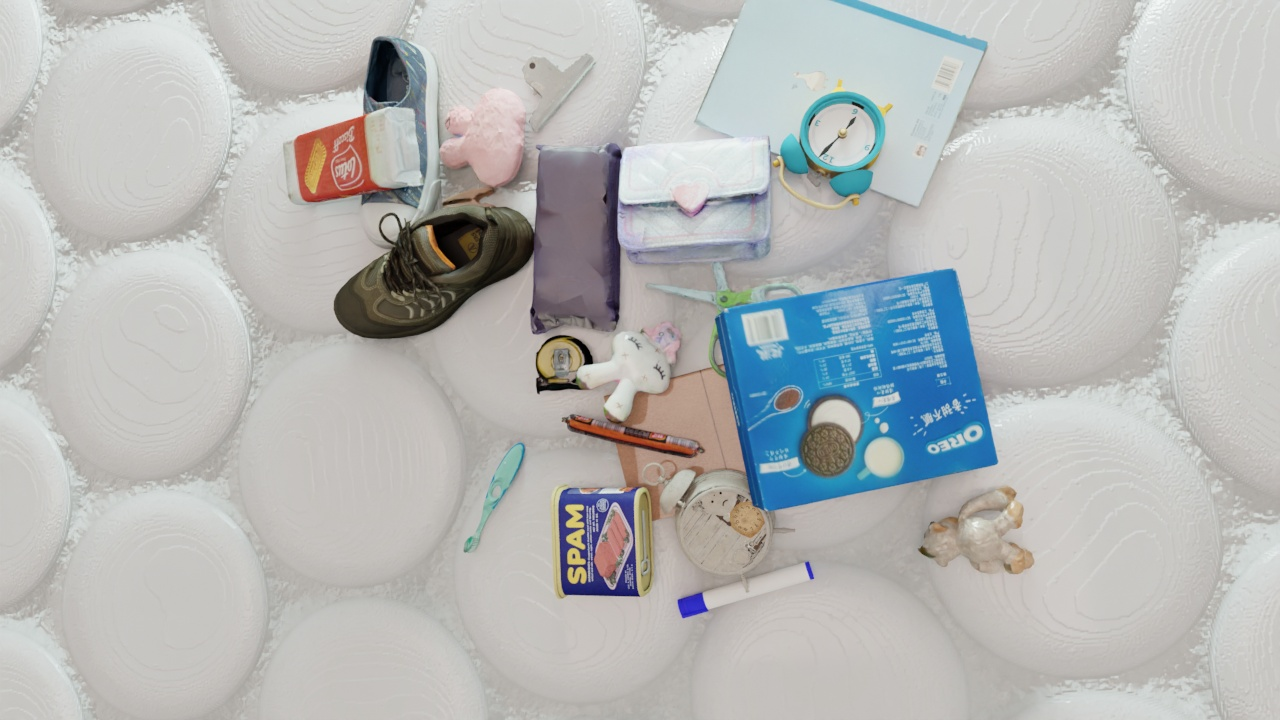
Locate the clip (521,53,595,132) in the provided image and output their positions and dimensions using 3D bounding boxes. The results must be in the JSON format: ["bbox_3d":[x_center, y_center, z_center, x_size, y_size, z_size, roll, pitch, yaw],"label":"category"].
[{"bbox_3d":[-0.102,-0.306,1.002,0.055,0.045,0.102,40,94,-3],"label":"clip"}]

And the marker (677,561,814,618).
[{"bbox_3d":[0.108,0.236,0.944,0.142,0.020,0.020,-19,84,9],"label":"marker"}]

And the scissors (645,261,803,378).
[{"bbox_3d":[0.093,-0.065,0.964,0.172,0.023,0.171,-12,82,12],"label":"scissors"}]

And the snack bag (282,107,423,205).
[{"bbox_3d":[-0.310,-0.212,0.973,0.226,0.041,0.077,2,100,45],"label":"snack bag"}]

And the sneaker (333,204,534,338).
[{"bbox_3d":[-0.232,-0.092,0.961,0.238,0.143,0.101,-27,83,8],"label":"sneaker"}]

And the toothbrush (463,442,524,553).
[{"bbox_3d":[-0.160,0.150,0.999,0.022,0.017,0.135,27,93,14],"label":"toothbrush"}]

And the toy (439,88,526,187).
[{"bbox_3d":[-0.173,-0.244,1.006,0.105,0.053,0.108,8,91,22],"label":"toy"}]

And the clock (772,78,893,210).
[{"bbox_3d":[0.197,-0.216,0.930,0.099,0.043,0.129,29,87,10],"label":"clock"}]

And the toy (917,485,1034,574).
[{"bbox_3d":[0.324,0.177,0.891,0.106,0.074,0.085,-15,98,13],"label":"toy"}]

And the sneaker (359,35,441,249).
[{"bbox_3d":[-0.269,-0.242,1.007,0.087,0.079,0.235,4,88,11],"label":"sneaker"}]

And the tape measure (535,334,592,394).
[{"bbox_3d":[-0.083,0.003,0.983,0.062,0.034,0.061,-5,84,9],"label":"tape measure"}]

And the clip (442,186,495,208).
[{"bbox_3d":[-0.188,-0.179,1.017,0.059,0.026,0.052,29,91,9],"label":"clip"}]

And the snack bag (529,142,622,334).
[{"bbox_3d":[-0.070,-0.131,0.976,0.096,0.058,0.205,0,87,10],"label":"snack bag"}]

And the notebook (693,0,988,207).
[{"bbox_3d":[0.206,-0.288,0.957,0.253,0.009,0.181,24,93,11],"label":"notebook"}]

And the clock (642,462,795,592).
[{"bbox_3d":[0.068,0.155,0.925,0.157,0.061,0.103,35,99,1],"label":"clock"}]

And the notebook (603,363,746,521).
[{"bbox_3d":[0.078,0.079,0.963,0.209,0.008,0.141,-15,85,9],"label":"notebook"}]

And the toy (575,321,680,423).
[{"bbox_3d":[-0.006,0.006,0.957,0.122,0.038,0.079,-42,78,-15],"label":"toy"}]

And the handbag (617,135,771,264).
[{"bbox_3d":[0.056,-0.170,0.948,0.159,0.069,0.126,-1,78,13],"label":"handbag"}]

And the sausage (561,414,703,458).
[{"bbox_3d":[-0.010,0.080,0.964,0.155,0.020,0.020,11,89,11],"label":"sausage"}]

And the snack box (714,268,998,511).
[{"bbox_3d":[0.208,0.027,0.889,0.238,0.056,0.195,-10,85,-6],"label":"snack box"}]

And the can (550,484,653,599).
[{"bbox_3d":[-0.038,0.187,0.949,0.092,0.056,0.116,-3,88,16],"label":"can"}]
